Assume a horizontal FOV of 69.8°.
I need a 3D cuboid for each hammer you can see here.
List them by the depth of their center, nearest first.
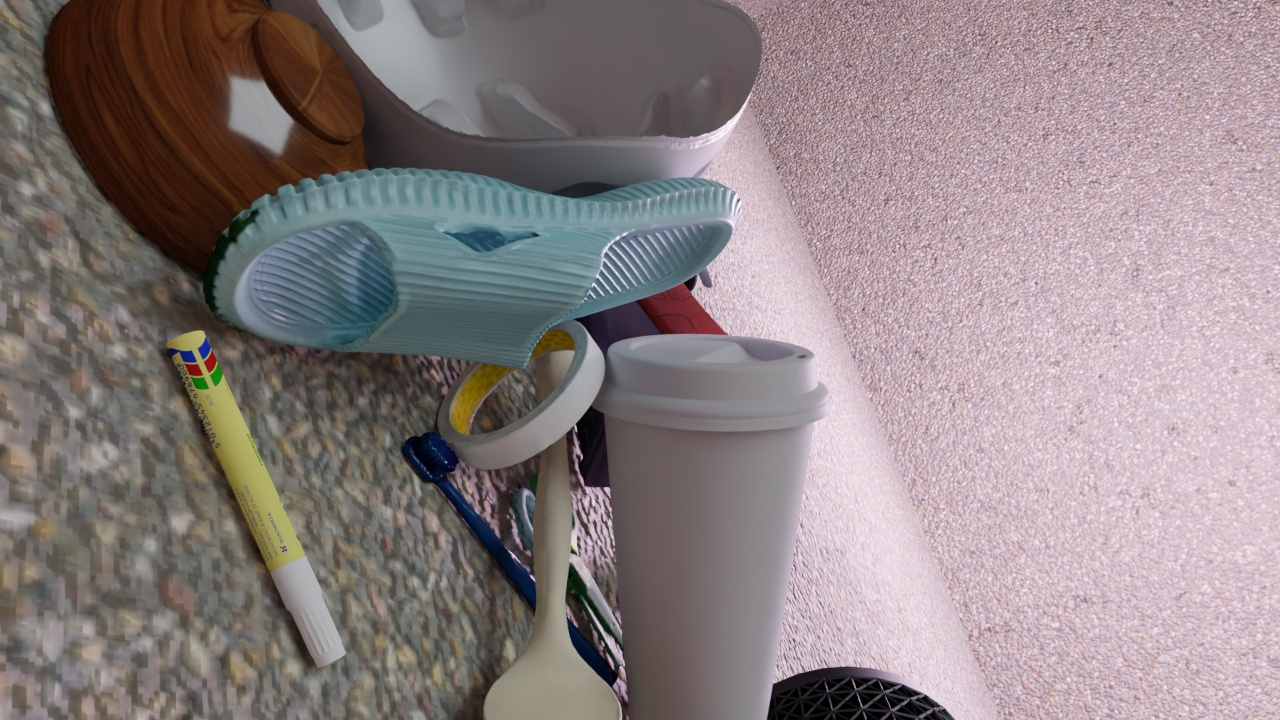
[{"bbox_3d":[-0.019,-0.084,0.615,0.315,0.126,0.036,54,-13,14],"label":"hammer"}]

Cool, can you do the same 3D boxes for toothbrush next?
[{"bbox_3d":[-0.063,0.110,0.488,0.190,0.017,0.016,57,24,-24],"label":"toothbrush"}]

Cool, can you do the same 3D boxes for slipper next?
[{"bbox_3d":[-0.052,-0.035,0.422,0.275,0.116,0.069,-12,71,-38],"label":"slipper"}]

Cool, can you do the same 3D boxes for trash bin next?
[{"bbox_3d":[0.126,0.308,0.483,0.217,0.217,0.242,59,12,-18],"label":"trash bin"},{"bbox_3d":[-0.004,0.004,0.646,0.093,0.092,0.160,3,51,-20],"label":"trash bin"}]

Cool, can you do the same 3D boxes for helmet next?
[{"bbox_3d":[-0.083,-0.186,0.519,0.282,0.184,0.223,45,46,-10],"label":"helmet"}]

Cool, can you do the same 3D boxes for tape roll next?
[{"bbox_3d":[-0.063,0.016,0.485,0.019,0.094,0.093,56,20,-32],"label":"tape roll"}]

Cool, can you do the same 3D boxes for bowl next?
[{"bbox_3d":[-0.165,-0.109,0.400,0.147,0.069,0.147,54,21,-31],"label":"bowl"}]

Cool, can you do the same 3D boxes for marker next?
[{"bbox_3d":[-0.142,0.052,0.342,0.132,0.014,0.014,65,18,1],"label":"marker"}]

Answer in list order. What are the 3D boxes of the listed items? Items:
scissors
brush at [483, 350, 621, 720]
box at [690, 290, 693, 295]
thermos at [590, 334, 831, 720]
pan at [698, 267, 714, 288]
[{"bbox_3d":[-0.039,0.128,0.541,0.130,0.014,0.071,64,17,1],"label":"scissors"},{"bbox_3d":[-0.044,0.088,0.464,0.062,0.078,0.271,13,45,-18],"label":"brush"},{"bbox_3d":[0.040,0.022,0.850,0.186,0.057,0.138,-89,167,-56],"label":"box"},{"bbox_3d":[0.036,0.102,0.519,0.131,0.132,0.222,-33,126,-72],"label":"thermos"},{"bbox_3d":[0.022,-0.143,0.885,0.356,0.051,0.201,-97,163,-60],"label":"pan"}]
